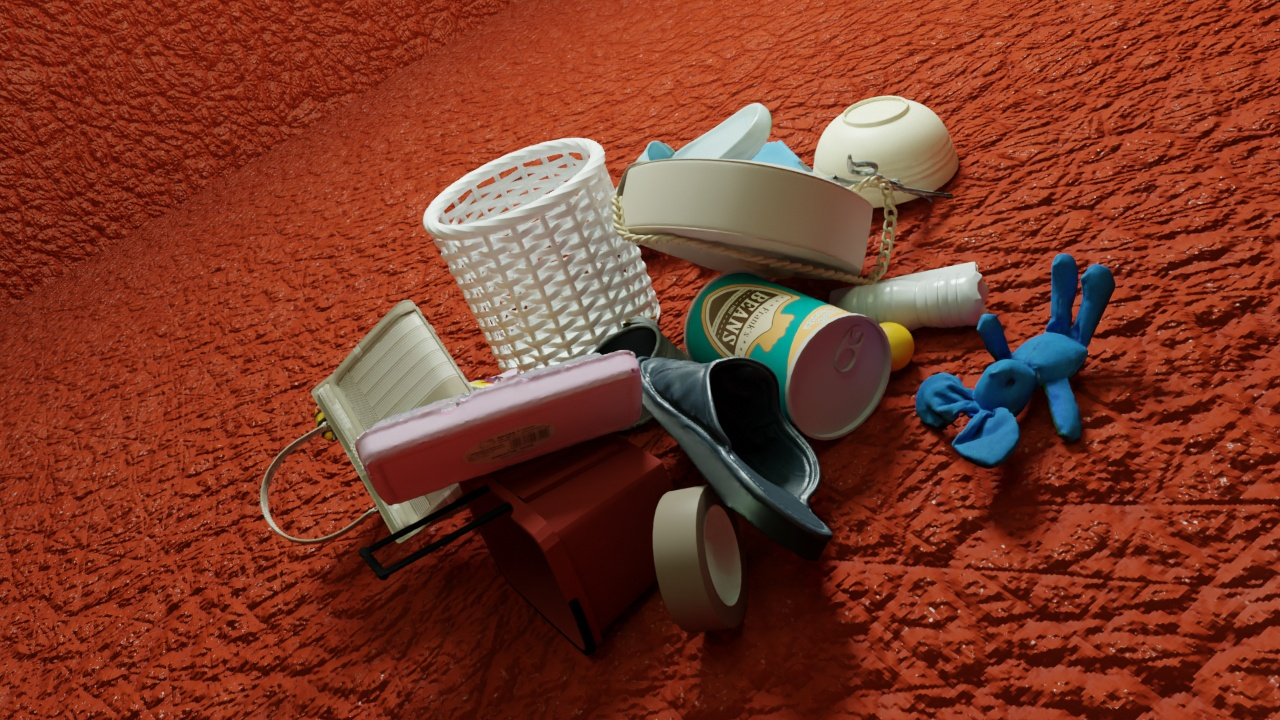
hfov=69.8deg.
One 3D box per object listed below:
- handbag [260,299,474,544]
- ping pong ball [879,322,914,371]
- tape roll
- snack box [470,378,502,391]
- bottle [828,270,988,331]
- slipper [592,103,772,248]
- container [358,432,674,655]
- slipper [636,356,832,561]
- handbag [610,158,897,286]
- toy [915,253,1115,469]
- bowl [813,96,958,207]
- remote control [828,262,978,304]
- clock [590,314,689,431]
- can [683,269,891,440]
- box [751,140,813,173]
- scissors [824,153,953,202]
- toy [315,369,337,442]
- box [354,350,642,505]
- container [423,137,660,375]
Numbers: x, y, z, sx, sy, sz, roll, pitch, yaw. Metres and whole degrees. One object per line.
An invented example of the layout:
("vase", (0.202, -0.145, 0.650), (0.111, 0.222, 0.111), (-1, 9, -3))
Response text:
("handbag", (-0.224, 0.076, 0.762), (0.197, 0.062, 0.175), (-35, 66, -8))
("ping pong ball", (0.200, -0.011, 0.739), (0.040, 0.040, 0.040), (-20, 33, 13))
("tape roll", (0.041, 0.131, 0.609), (0.030, 0.094, 0.093), (-14, 35, 22))
("snack box", (-0.102, 0.061, 0.812), (0.106, 0.083, 0.061), (5, 8, 41))
("bottle", (0.218, -0.045, 0.770), (0.136, 0.044, 0.044), (-6, 38, 32))
("slipper", (0.038, -0.221, 1.053), (0.246, 0.074, 0.103), (-33, 30, 18))
("container", (-0.081, 0.137, 0.663), (0.200, 0.127, 0.148), (-32, 30, -24))
("slipper", (0.074, 0.042, 0.667), (0.083, 0.109, 0.265), (-54, 26, 5))
("handbag", (0.099, -0.131, 0.830), (0.209, 0.210, 0.103), (11, 90, 38))
("toy", (0.263, 0.004, 0.647), (0.176, 0.071, 0.113), (-47, 33, -10))
("bowl", (0.249, -0.227, 0.958), (0.151, 0.075, 0.150), (-14, 32, 9))
("remote control", (0.232, -0.064, 0.815), (0.131, 0.012, 0.033), (-10, 36, 26))
("clock", (-0.005, 0.005, 0.858), (0.104, 0.056, 0.147), (-19, 37, 30))
("can", (0.115, -0.009, 0.745), (0.099, 0.099, 0.144), (-37, 33, -14))
("box", (0.114, -0.206, 1.070), (0.175, 0.060, 0.231), (-25, 31, 3))
("scissors", (0.235, -0.167, 0.852), (0.153, 0.014, 0.131), (2, -6, -3))
("toy", (-0.258, 0.031, 0.846), (0.103, 0.046, 0.084), (-31, 53, -1))
("box", (-0.106, 0.030, 0.674), (0.201, 0.111, 0.101), (-18, 54, -11))
("container", (-0.095, -0.101, 0.939), (0.189, 0.187, 0.189), (-17, 31, 10))
